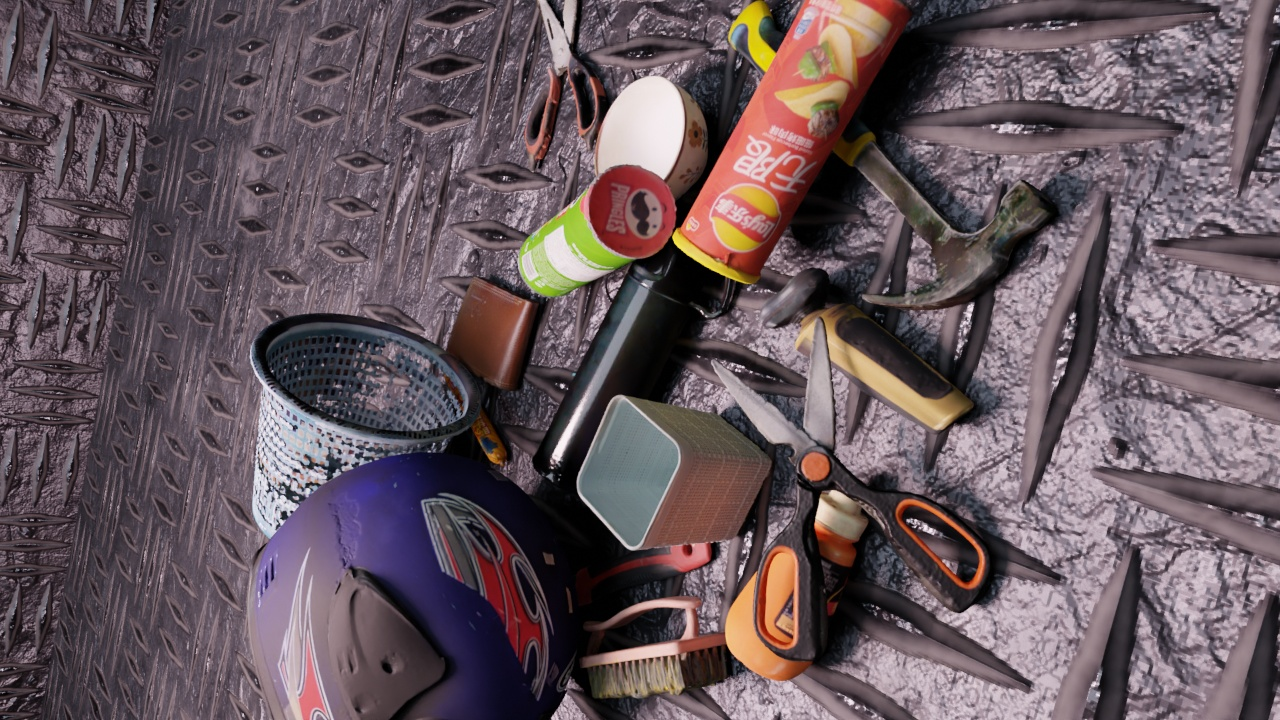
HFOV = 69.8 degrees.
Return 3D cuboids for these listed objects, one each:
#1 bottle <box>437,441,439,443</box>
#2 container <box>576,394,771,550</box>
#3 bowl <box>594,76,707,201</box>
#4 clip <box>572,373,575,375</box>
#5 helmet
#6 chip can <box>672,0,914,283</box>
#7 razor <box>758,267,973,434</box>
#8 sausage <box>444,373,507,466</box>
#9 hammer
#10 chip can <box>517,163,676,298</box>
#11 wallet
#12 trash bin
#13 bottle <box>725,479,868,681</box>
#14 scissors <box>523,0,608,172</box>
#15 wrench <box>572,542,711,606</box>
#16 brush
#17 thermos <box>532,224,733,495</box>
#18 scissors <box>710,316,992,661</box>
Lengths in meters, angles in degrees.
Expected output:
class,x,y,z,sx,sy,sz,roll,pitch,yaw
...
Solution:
class,x,y,z,sx,sy,sz,roll,pitch,yaw
bottle,-0.261,0.177,1.051,0.060,0.059,0.206,4,83,48
container,0.029,0.086,0.704,0.090,0.111,0.090,39,112,43
bowl,0.018,-0.183,0.800,0.114,0.062,0.113,-10,76,45
clip,-0.047,0.024,0.872,0.056,0.013,0.038,-5,80,49
helmet,-0.170,0.232,0.786,0.240,0.247,0.315,-20,91,9
chip can,0.105,-0.161,0.646,0.073,0.073,0.217,49,117,41
razor,0.153,-0.008,0.627,0.167,0.062,0.068,43,152,37
sausage,-0.182,0.059,1.009,0.165,0.021,0.021,51,120,39
hammer,0.150,-0.162,0.673,0.126,0.031,0.323,-52,50,28
chip can,-0.047,-0.103,0.790,0.236,0.072,0.072,169,106,-69
wallet,-0.160,-0.032,0.995,0.125,0.032,0.101,25,100,46
trash bin,-0.302,0.089,0.948,0.226,0.226,0.195,47,122,41
bottle,0.116,0.147,0.640,0.067,0.066,0.149,35,102,45
scissors,-0.081,-0.302,0.965,0.189,0.015,0.226,35,110,45
wrench,-0.034,0.201,0.824,0.274,0.016,0.056,-35,62,39
brush,0.003,0.234,0.745,0.146,0.063,0.073,-26,69,45
thermos,-0.005,0.005,0.786,0.090,0.068,0.243,34,106,22
scissors,0.128,0.090,0.602,0.229,0.021,0.221,19,89,19
